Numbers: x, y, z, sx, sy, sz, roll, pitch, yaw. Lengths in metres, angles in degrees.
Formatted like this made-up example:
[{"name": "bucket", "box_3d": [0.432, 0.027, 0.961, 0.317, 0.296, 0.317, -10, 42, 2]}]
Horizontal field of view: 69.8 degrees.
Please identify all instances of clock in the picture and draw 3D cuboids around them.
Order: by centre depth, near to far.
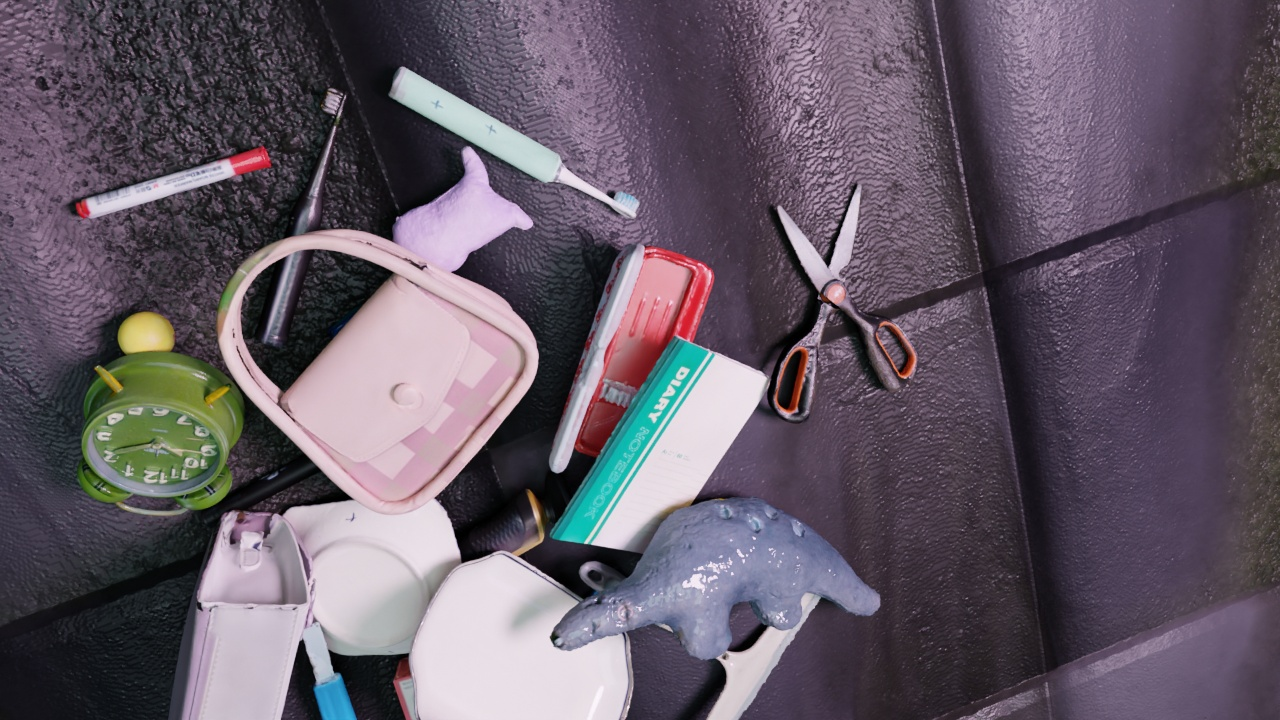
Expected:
[{"name": "clock", "box_3d": [-0.385, 0.067, 0.735, 0.116, 0.056, 0.162, 10, 126, -21]}]

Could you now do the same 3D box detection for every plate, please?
[{"name": "plate", "box_3d": [-0.237, 0.200, 0.813, 0.164, 0.034, 0.164, -9, 110, 7]}, {"name": "plate", "box_3d": [-0.107, 0.282, 0.836, 0.265, 0.034, 0.161, 43, 60, -35]}]

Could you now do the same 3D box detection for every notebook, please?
[{"name": "notebook", "box_3d": [0.022, 0.084, 0.831, 0.150, 0.012, 0.209, 21, 104, -48]}]

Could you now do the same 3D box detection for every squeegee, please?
[{"name": "squeegee", "box_3d": [0.030, 0.260, 0.910, 0.246, 0.039, 0.246, 37, 85, -22]}]

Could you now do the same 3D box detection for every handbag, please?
[{"name": "handbag", "box_3d": [-0.214, -0.005, 0.721, 0.193, 0.093, 0.234, -48, 123, 3]}, {"name": "handbag", "box_3d": [-0.334, 0.243, 0.763, 0.098, 0.145, 0.197, 9, 110, -31]}]

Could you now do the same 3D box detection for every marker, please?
[{"name": "marker", "box_3d": [-0.360, -0.137, 0.709, 0.145, 0.017, 0.017, -19, 110, -6]}, {"name": "marker", "box_3d": [-0.317, 0.108, 0.795, 0.132, 0.020, 0.022, -29, 103, -2]}]

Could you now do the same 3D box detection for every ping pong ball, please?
[{"name": "ping pong ball", "box_3d": [-0.391, -0.019, 0.727, 0.040, 0.040, 0.040, -4, 108, -12]}]

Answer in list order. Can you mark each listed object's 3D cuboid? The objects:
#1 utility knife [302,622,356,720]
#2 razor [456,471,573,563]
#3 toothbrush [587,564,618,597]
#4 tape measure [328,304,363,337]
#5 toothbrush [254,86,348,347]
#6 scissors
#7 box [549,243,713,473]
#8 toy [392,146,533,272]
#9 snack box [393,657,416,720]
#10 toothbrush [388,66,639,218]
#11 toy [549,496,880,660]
[{"name": "utility knife", "box_3d": [-0.284, 0.323, 0.856, 0.034, 0.018, 0.210, -7, 119, -6]}, {"name": "razor", "box_3d": [-0.128, 0.167, 0.844, 0.167, 0.062, 0.067, -33, 143, 5]}, {"name": "toothbrush", "box_3d": [-0.082, 0.272, 0.904, 0.016, 0.014, 0.189, 38, 97, -4]}, {"name": "tape measure", "box_3d": [-0.225, -0.021, 0.772, 0.054, 0.025, 0.058, -39, 121, 0]}, {"name": "toothbrush", "box_3d": [-0.269, -0.113, 0.732, 0.027, 0.026, 0.213, 13, 104, -29]}, {"name": "scissors", "box_3d": [0.181, -0.040, 0.854, 0.221, 0.022, 0.230, 33, 91, -22]}, {"name": "box", "box_3d": [-0.008, 0.004, 0.789, 0.112, 0.099, 0.201, 17, 103, -16]}, {"name": "toy", "box_3d": [-0.155, -0.112, 0.750, 0.108, 0.039, 0.084, -34, 113, 6]}, {"name": "snack box", "box_3d": [-0.161, 0.335, 0.878, 0.113, 0.044, 0.127, -15, 102, -3]}, {"name": "toothbrush", "box_3d": [-0.099, -0.172, 0.751, 0.224, 0.026, 0.027, 27, 78, -19]}, {"name": "toy", "box_3d": [0.082, 0.199, 0.862, 0.355, 0.092, 0.138, -2, 88, -27]}]
